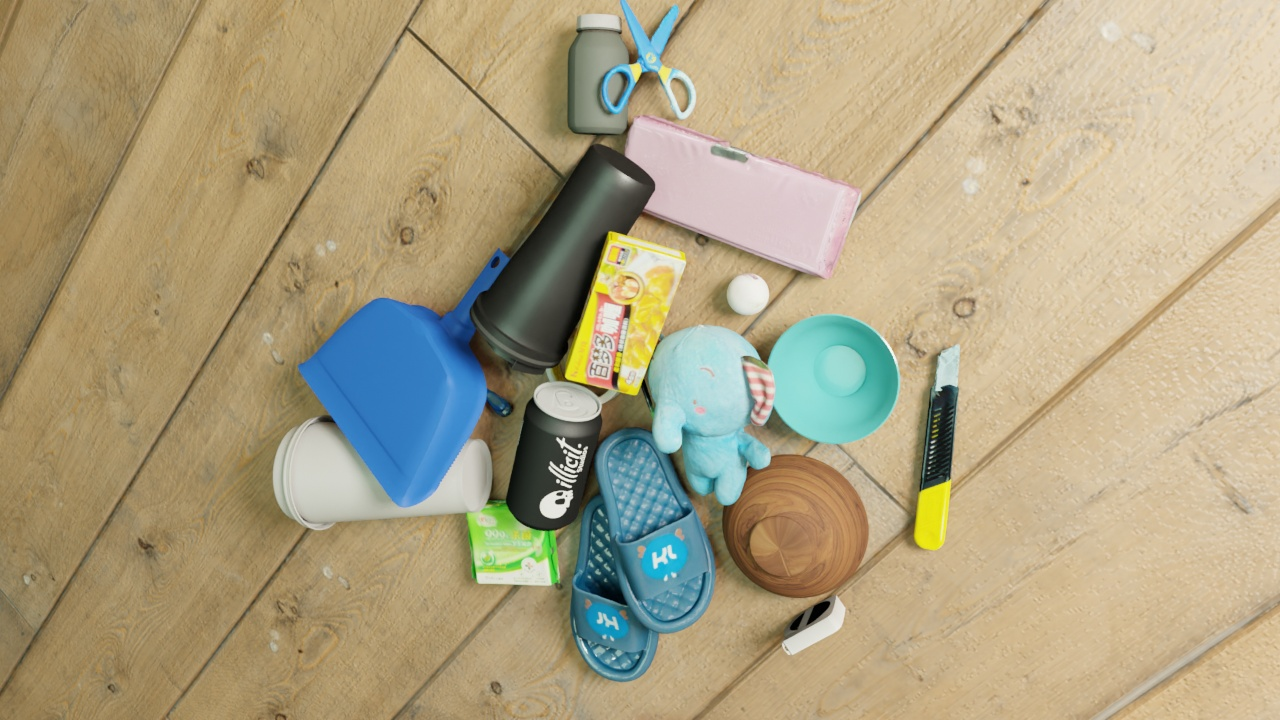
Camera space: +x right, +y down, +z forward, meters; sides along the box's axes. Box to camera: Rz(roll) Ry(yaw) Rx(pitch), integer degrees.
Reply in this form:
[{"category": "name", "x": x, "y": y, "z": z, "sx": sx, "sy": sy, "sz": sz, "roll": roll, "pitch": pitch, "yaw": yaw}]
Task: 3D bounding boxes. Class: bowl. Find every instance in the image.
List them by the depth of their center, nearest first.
[{"category": "bowl", "x": 0.183, "y": 0.014, "z": 0.862, "sx": 0.121, "sy": 0.046, "sz": 0.121, "roll": 4, "pitch": 102, "yaw": 21}, {"category": "bowl", "x": 0.143, "y": 0.171, "z": 0.896, "sx": 0.147, "sy": 0.068, "sz": 0.147, "roll": 4, "pitch": 102, "yaw": 21}]

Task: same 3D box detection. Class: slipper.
[{"category": "slipper", "x": 0.018, "y": 0.170, "z": 0.936, "sx": 0.103, "sy": 0.059, "sz": 0.213, "roll": -16, "pitch": 87, "yaw": -16}, {"category": "slipper", "x": -0.035, "y": 0.247, "z": 0.991, "sx": 0.104, "sy": 0.059, "sz": 0.214, "roll": 4, "pitch": 100, "yaw": 23}]

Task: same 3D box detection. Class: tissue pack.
[{"category": "tissue pack", "x": -0.145, "y": 0.208, "z": 1.042, "sx": 0.114, "sy": 0.034, "sz": 0.099, "roll": -4, "pitch": 97, "yaw": 21}]

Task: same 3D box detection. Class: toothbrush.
[{"category": "toothbrush", "x": -0.005, "y": 0.005, "z": 0.922, "sx": 0.017, "sy": 0.014, "sz": 0.188, "roll": -19, "pitch": 116, "yaw": -3}]

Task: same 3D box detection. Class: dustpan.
[{"category": "dustpan", "x": -0.230, "y": -0.017, "z": 0.990, "sx": 0.245, "sy": 0.059, "sz": 0.258, "roll": 44, "pitch": 103, "yaw": 30}]

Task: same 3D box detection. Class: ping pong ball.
[{"category": "ping pong ball", "x": 0.103, "y": -0.064, "z": 0.882, "sx": 0.040, "sy": 0.040, "sz": 0.040, "roll": 4, "pitch": 102, "yaw": 21}]

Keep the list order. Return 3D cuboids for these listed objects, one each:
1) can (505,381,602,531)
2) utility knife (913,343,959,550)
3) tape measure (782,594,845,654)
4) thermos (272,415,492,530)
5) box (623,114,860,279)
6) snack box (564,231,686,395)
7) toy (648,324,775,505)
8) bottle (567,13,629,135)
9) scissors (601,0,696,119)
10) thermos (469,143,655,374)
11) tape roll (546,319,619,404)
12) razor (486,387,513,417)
[{"category": "can", "x": -0.091, "y": 0.101, "z": 0.960, "sx": 0.080, "sy": 0.080, "sz": 0.146, "roll": 24, "pitch": 119, "yaw": 16}, {"category": "utility knife", "x": 0.278, "y": 0.081, "z": 0.851, "sx": 0.029, "sy": 0.020, "sz": 0.198, "roll": 7, "pitch": 104, "yaw": 19}, {"category": "tape measure", "x": 0.171, "y": 0.261, "z": 0.905, "sx": 0.064, "sy": 0.064, "sz": 0.017, "roll": -36, "pitch": 85, "yaw": 22}, {"category": "thermos", "x": -0.287, "y": 0.128, "z": 1.043, "sx": 0.222, "sy": 0.131, "sz": 0.131, "roll": -1, "pitch": 100, "yaw": 15}, {"category": "box", "x": 0.087, "y": -0.158, "z": 0.876, "sx": 0.233, "sy": 0.041, "sz": 0.098, "roll": 22, "pitch": 115, "yaw": 18}, {"category": "snack box", "x": -0.016, "y": -0.042, "z": 0.871, "sx": 0.075, "sy": 0.025, "sz": 0.152, "roll": 14, "pitch": 118, "yaw": -11}, {"category": "toy", "x": 0.057, "y": 0.054, "z": 0.884, "sx": 0.184, "sy": 0.114, "sz": 0.181, "roll": 17, "pitch": 113, "yaw": 48}, {"category": "bottle", "x": -0.041, "y": -0.275, "z": 0.890, "sx": 0.060, "sy": 0.060, "sz": 0.108, "roll": 6, "pitch": 103, "yaw": 21}, {"category": "scissors", "x": 0.014, "y": -0.280, "z": 0.868, "sx": 0.125, "sy": 0.016, "sz": 0.125, "roll": 29, "pitch": 82, "yaw": -22}, {"category": "thermos", "x": -0.074, "y": -0.099, "z": 0.893, "sx": 0.106, "sy": 0.105, "sz": 0.219, "roll": 40, "pitch": 112, "yaw": 11}, {"category": "tape roll", "x": -0.056, "y": 0.002, "z": 0.972, "sx": 0.094, "sy": 0.019, "sz": 0.094, "roll": 5, "pitch": 102, "yaw": 22}, {"category": "razor", "x": -0.199, "y": 0.018, "z": 1.035, "sx": 0.141, "sy": 0.018, "sz": 0.044, "roll": 39, "pitch": 90, "yaw": 8}]
